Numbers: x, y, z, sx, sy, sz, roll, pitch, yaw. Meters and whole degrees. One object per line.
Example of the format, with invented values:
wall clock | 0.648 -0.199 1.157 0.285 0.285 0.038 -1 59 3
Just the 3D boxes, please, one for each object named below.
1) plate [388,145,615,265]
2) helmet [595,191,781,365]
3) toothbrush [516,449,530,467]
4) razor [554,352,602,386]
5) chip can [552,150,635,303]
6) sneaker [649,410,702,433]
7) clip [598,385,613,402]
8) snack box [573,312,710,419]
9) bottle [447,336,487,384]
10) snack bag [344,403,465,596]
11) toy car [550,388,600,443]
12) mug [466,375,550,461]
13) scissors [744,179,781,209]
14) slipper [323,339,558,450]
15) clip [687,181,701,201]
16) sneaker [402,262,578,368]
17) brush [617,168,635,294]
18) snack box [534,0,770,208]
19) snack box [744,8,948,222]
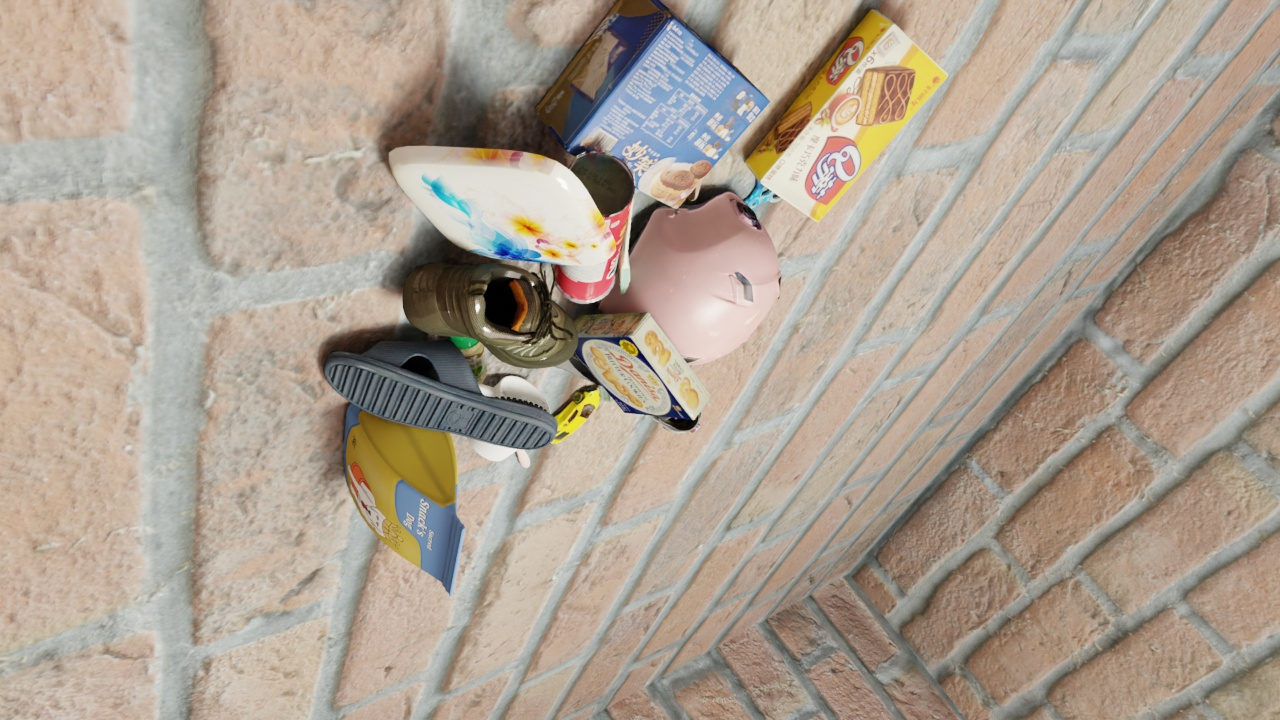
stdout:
plate | -0.125 -0.134 0.843 0.187 0.187 0.016 55 45 -63
helmet | 0.084 -0.089 1.174 0.254 0.152 0.231 -2 135 -53
toothbrush | -0.179 0.118 1.319 0.015 0.018 0.181 -31 154 -12
razor | -0.084 -0.006 1.202 0.156 0.060 0.057 19 77 -41
chip can | -0.052 -0.131 0.947 0.073 0.073 0.233 -31 170 -14
sneaker | 0.054 0.069 1.400 0.097 0.128 0.263 -38 155 2
clip | -0.046 0.023 1.322 0.078 0.023 0.049 86 20 -47
snack box | -0.007 0.007 1.133 0.042 0.145 0.144 -51 119 -25
bottle | -0.201 -0.014 1.058 0.043 0.043 0.111 -27 152 -20
snack bag | -0.261 0.156 1.067 0.102 0.205 0.159 -20 148 -32
toy car | -0.099 0.081 1.341 0.107 0.030 0.049 -46 151 11
mug | -0.187 0.071 1.182 0.114 0.080 0.088 31 119 -28
scissors | 0.148 -0.217 1.202 0.140 0.013 0.114 -32 152 -7
slipper | -0.215 0.028 1.020 0.263 0.082 0.101 19 143 -20
clip | 0.061 -0.214 1.085 0.039 0.024 0.060 3 129 -52
sneaker | -0.118 -0.056 0.974 0.143 0.101 0.237 -4 167 35
brush | -0.015 -0.136 0.989 0.012 0.033 0.218 -6 156 -7
snack box | 0.017 -0.255 0.919 0.155 0.069 0.202 -48 151 18
snack box | 0.245 -0.289 1.106 0.110 0.061 0.231 28 114 -31
